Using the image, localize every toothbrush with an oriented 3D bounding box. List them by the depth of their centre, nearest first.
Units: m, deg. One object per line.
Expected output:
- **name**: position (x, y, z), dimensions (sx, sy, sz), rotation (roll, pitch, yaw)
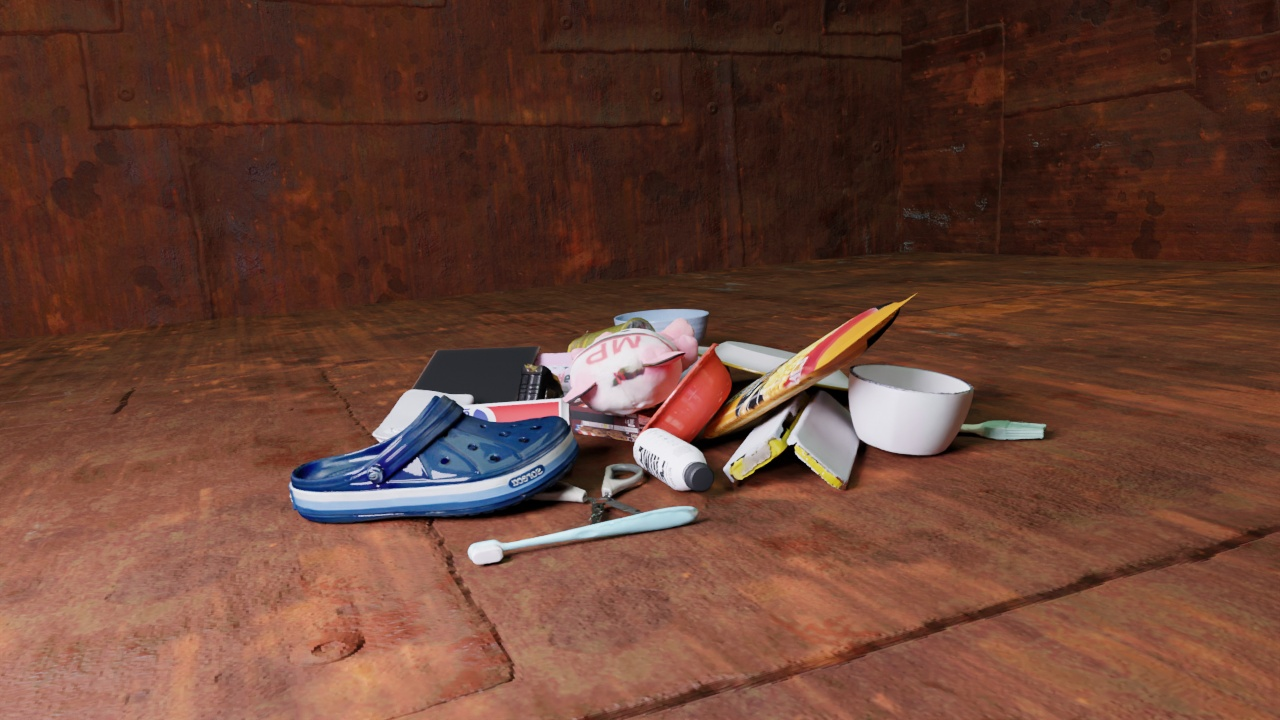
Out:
- **toothbrush**: position (-0.039, 0.131, 0.692), dimensions (0.180, 0.016, 0.016), rotation (-8, 8, -19)

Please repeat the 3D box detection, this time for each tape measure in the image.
- **tape measure**: position (-0.115, 0.045, 1.082), dimensions (0.038, 0.067, 0.062), rotation (-1, -19, 25)

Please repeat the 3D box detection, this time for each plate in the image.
- **plate**: position (0.175, 0.002, 1.161), dimensions (0.230, 0.021, 0.229), rotation (12, 6, -2)

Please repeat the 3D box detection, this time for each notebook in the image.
- **notebook**: position (-0.210, 0.039, 1.105), dimensions (0.141, 0.008, 0.208), rotation (-2, 29, 9)

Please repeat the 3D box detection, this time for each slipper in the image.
- **slipper**: position (-0.182, 0.081, 0.792), dimensions (0.253, 0.095, 0.105), rotation (-9, 10, 1)

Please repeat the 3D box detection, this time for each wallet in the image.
- **wallet**: position (-0.237, 0.072, 1.011), dimensions (0.086, 0.032, 0.116), rotation (6, 26, 9)

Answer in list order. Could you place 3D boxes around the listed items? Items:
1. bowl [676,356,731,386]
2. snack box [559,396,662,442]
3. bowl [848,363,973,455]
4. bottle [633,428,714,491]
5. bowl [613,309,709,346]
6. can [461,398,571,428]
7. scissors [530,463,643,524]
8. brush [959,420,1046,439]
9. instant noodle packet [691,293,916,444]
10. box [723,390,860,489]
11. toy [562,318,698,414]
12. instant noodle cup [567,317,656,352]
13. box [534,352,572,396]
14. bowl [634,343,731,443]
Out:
- **bowl**: position (0.073, 0.007, 1.237), dimensions (0.106, 0.039, 0.106), rotation (7, 14, -2)
- **snack box**: position (-0.039, 0.063, 1.033), dimensions (0.141, 0.032, 0.050), rotation (5, 13, 40)
- **bowl**: position (0.254, 0.047, 0.880), dimensions (0.116, 0.066, 0.116), rotation (5, 12, -1)
- **bottle**: position (0.032, 0.091, 0.818), dimensions (0.041, 0.041, 0.116), rotation (-7, 10, -20)
- **bowl**: position (0.035, -0.036, 1.457), dimensions (0.150, 0.075, 0.150), rotation (-3, 10, 0)
- **can**: position (-0.133, 0.076, 0.885), dimensions (0.132, 0.070, 0.070), rotation (-4, 10, -2)
- **scissors**: position (-0.040, 0.114, 0.793), dimensions (0.158, 0.012, 0.168), rotation (-1, 10, 27)
- **brush**: position (0.297, 0.068, 0.942), dimensions (0.218, 0.012, 0.033), rotation (0, 10, 28)
- **instant noodle packet**: position (0.157, 0.012, 0.912), dimensions (0.159, 0.032, 0.221), rotation (-32, -4, -39)
- **box**: position (0.152, 0.084, 0.874), dimensions (0.084, 0.080, 0.209), rotation (-43, -5, 20)
- **toy**: position (-0.006, 0.006, 1.004), dimensions (0.142, 0.084, 0.213), rotation (-11, 6, 8)
- **instant noodle cup**: position (-0.040, -0.005, 1.279), dimensions (0.108, 0.102, 0.102), rotation (-8, 6, 36)
- **box**: position (-0.100, 0.042, 1.173), dimensions (0.202, 0.103, 0.101), rotation (-1, -29, 16)
- **bowl**: position (0.052, 0.046, 0.929), dimensions (0.045, 0.131, 0.130), rotation (39, 17, 5)
